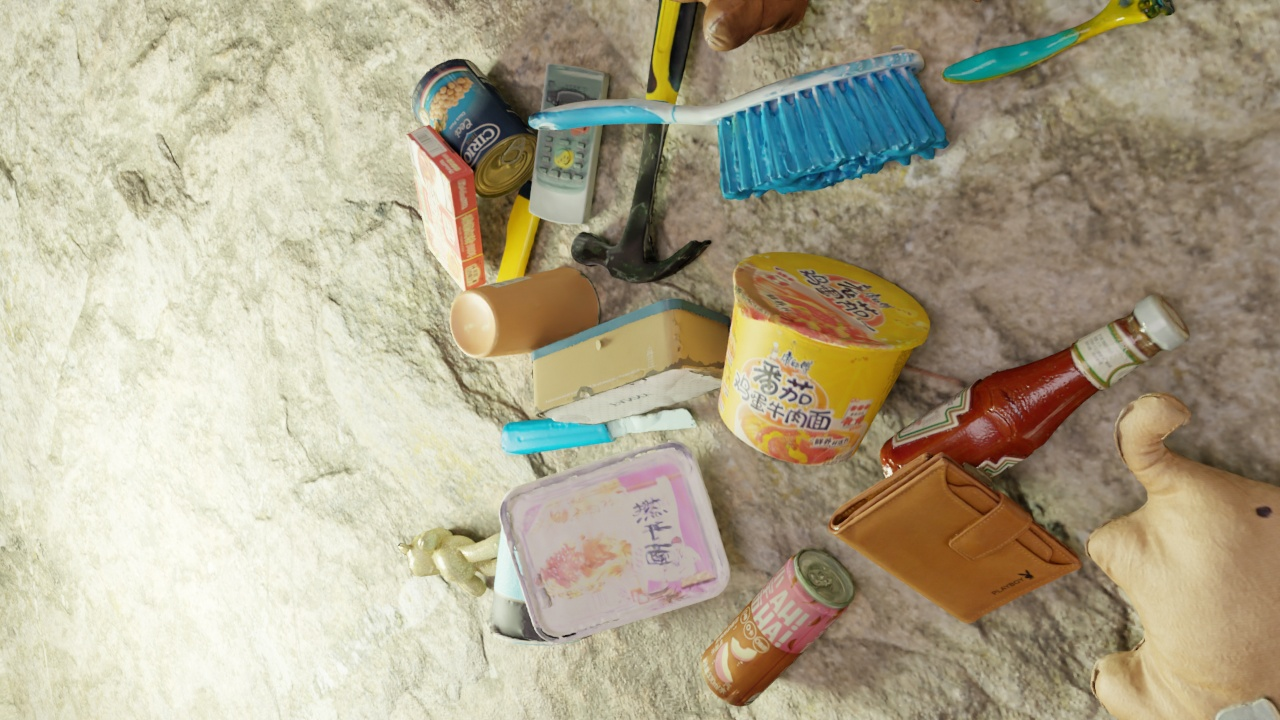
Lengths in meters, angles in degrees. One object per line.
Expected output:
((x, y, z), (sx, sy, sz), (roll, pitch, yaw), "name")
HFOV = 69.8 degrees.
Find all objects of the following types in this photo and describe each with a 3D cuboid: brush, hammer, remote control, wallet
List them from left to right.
((-0.064, -0.189, 0.808), (0.056, 0.019, 0.135), (15, 108, 16), "remote control")
((0.021, -0.219, 0.740), (0.126, 0.031, 0.324), (22, 111, 31), "hammer")
((0.058, -0.169, 0.681), (0.315, 0.060, 0.109), (-10, 87, 24), "brush")
((0.213, 0.122, 0.625), (0.132, 0.031, 0.108), (35, 128, -15), "wallet")

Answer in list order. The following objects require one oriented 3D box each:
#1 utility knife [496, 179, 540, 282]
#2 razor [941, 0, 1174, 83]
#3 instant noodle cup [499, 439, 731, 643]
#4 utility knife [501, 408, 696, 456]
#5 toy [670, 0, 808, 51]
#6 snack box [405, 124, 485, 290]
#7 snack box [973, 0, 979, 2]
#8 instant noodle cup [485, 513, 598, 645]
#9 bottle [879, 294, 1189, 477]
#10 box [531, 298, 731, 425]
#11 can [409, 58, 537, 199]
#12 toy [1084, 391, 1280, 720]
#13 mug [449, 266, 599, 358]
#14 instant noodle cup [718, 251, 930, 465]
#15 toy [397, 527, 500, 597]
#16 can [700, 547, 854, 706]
((-0.122, -0.094, 0.880), (0.033, 0.015, 0.164), (33, 117, 26), "utility knife")
((0.254, -0.202, 0.571), (0.133, 0.028, 0.043), (-18, 65, 34), "razor")
((-0.021, 0.152, 0.789), (0.173, 0.060, 0.138), (-18, 88, 1), "instant noodle cup")
((-0.046, 0.065, 0.853), (0.237, 0.018, 0.034), (-9, 92, 39), "utility knife")
((0.074, -0.319, 0.605), (0.140, 0.130, 0.200), (60, 141, 38), "toy")
((-0.179, -0.139, 0.858), (0.075, 0.025, 0.153), (49, 155, 25), "snack box")
((0.175, -0.283, 0.572), (0.093, 0.094, 0.077), (35, 118, 26), "snack box")
((-0.091, 0.191, 0.865), (0.111, 0.111, 0.120), (5, 96, 36), "instant noodle cup")
((0.252, 0.029, 0.602), (0.207, 0.059, 0.059), (-41, 75, 34), "bottle")
((-0.005, 0.004, 0.762), (0.185, 0.089, 0.061), (-21, 67, 35), "box")
((-0.151, -0.213, 0.841), (0.111, 0.075, 0.075), (51, 124, 18), "can")
((0.341, 0.128, 0.541), (0.144, 0.082, 0.226), (-3, 95, 27), "toy")
((-0.104, -0.040, 0.811), (0.078, 0.122, 0.078), (7, 103, 35), "mug")
((0.120, 0.000, 0.653), (0.138, 0.137, 0.110), (32, 124, 28), "instant noodle cup")
((-0.184, 0.202, 0.965), (0.158, 0.066, 0.105), (-10, 135, 34), "toy")
((0.108, 0.219, 0.745), (0.058, 0.057, 0.148), (46, 123, 20), "can")
